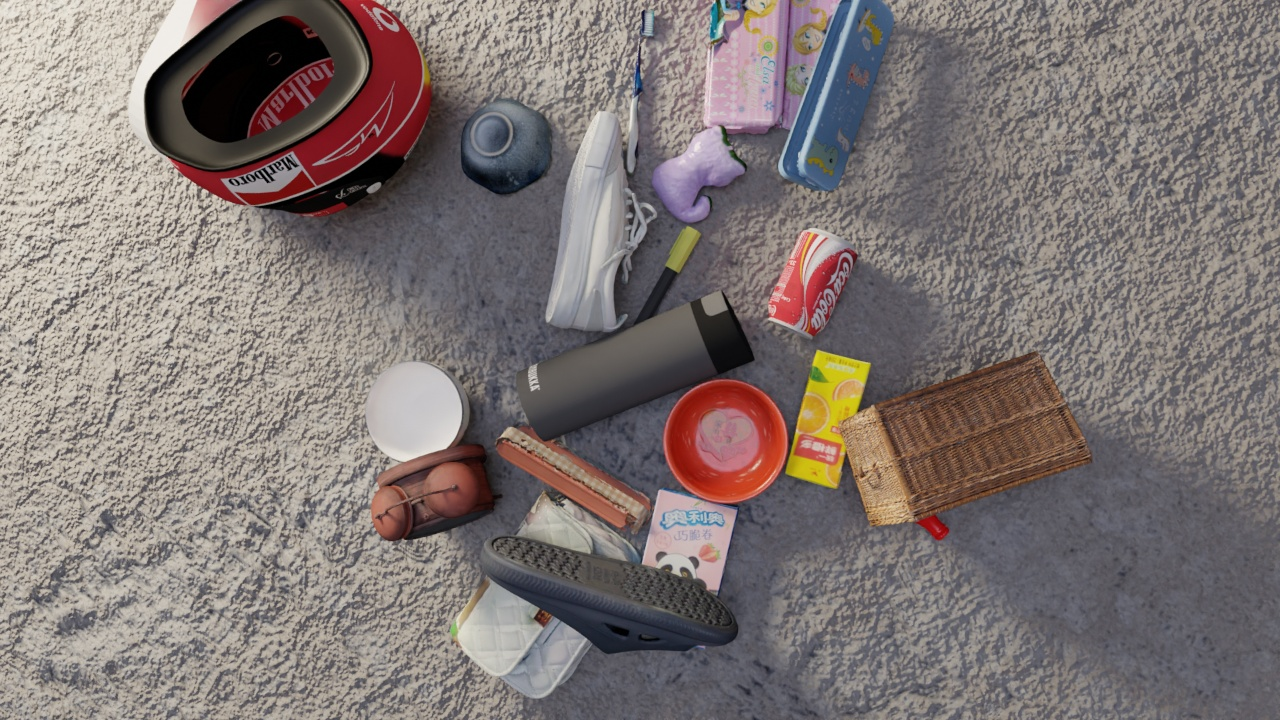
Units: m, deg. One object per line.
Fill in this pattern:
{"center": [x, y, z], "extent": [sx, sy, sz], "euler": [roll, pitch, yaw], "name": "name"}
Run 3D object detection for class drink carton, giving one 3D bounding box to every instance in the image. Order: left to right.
{"center": [0.195, 0.062, 0.960], "extent": [0.058, 0.043, 0.134], "euler": [15, 89, 12], "name": "drink carton"}

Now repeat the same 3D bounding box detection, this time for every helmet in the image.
{"center": [-0.351, -0.262, 0.972], "extent": [0.270, 0.225, 0.197], "euler": [-38, 84, -7], "name": "helmet"}

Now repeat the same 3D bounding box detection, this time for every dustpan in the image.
{"center": [-0.456, -0.327, 1.006], "extent": [0.053, 0.191, 0.258], "euler": [37, 111, 9], "name": "dustpan"}

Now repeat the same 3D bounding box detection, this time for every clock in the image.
{"center": [-0.218, 0.141, 0.969], "extent": [0.120, 0.157, 0.072], "euler": [-21, 78, 8], "name": "clock"}

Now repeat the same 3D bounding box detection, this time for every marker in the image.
{"center": [0.027, -0.090, 1.007], "extent": [0.021, 0.017, 0.124], "euler": [33, 95, 43], "name": "marker"}

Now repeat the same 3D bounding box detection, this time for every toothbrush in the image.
{"center": [-0.001, -0.298, 1.023], "extent": [0.017, 0.016, 0.189], "euler": [6, 88, 0], "name": "toothbrush"}

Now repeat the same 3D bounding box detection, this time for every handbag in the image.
{"center": [-0.101, 0.253, 0.986], "extent": [0.139, 0.072, 0.195], "euler": [33, 93, 9], "name": "handbag"}

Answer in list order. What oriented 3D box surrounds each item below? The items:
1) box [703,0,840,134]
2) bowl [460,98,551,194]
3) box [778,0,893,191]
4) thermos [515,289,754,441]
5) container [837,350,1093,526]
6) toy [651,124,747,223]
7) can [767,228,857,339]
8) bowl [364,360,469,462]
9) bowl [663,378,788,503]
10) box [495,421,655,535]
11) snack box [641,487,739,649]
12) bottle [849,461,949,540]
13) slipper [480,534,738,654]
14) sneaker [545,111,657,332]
{"center": [0.155, -0.360, 0.989], "extent": [0.159, 0.035, 0.230], "euler": [4, 89, 10], "name": "box"}
{"center": [-0.157, -0.246, 1.027], "extent": [0.110, 0.055, 0.110], "euler": [-1, 87, 10], "name": "bowl"}
{"center": [0.211, -0.279, 0.951], "extent": [0.068, 0.059, 0.210], "euler": [21, 88, -8], "name": "box"}
{"center": [-0.006, 0.006, 0.976], "extent": [0.240, 0.082, 0.082], "euler": [-22, 84, 8], "name": "thermos"}
{"center": [0.303, 0.078, 0.883], "extent": [0.198, 0.114, 0.112], "euler": [-17, 80, -9], "name": "container"}
{"center": [0.065, -0.199, 0.995], "extent": [0.100, 0.036, 0.080], "euler": [-31, 95, 14], "name": "toy"}
{"center": [0.178, -0.079, 0.957], "extent": [0.064, 0.064, 0.105], "euler": [25, 92, 10], "name": "can"}
{"center": [-0.241, 0.057, 1.023], "extent": [0.113, 0.063, 0.113], "euler": [0, 88, 10], "name": "bowl"}
{"center": [0.091, 0.085, 0.974], "extent": [0.130, 0.045, 0.130], "euler": [0, 87, 10], "name": "bowl"}
{"center": [-0.070, 0.128, 1.010], "extent": [0.188, 0.063, 0.056], "euler": [32, 129, 7], "name": "box"}
{"center": [0.046, 0.220, 0.982], "extent": [0.088, 0.033, 0.154], "euler": [14, 90, 10], "name": "snack box"}
{"center": [0.269, 0.137, 0.946], "extent": [0.036, 0.036, 0.119], "euler": [-45, 82, 5], "name": "bottle"}
{"center": [-0.034, 0.247, 0.899], "extent": [0.268, 0.110, 0.083], "euler": [19, 97, -8], "name": "slipper"}
{"center": [-0.036, -0.146, 0.993], "extent": [0.090, 0.090, 0.242], "euler": [12, 80, -16], "name": "sneaker"}
